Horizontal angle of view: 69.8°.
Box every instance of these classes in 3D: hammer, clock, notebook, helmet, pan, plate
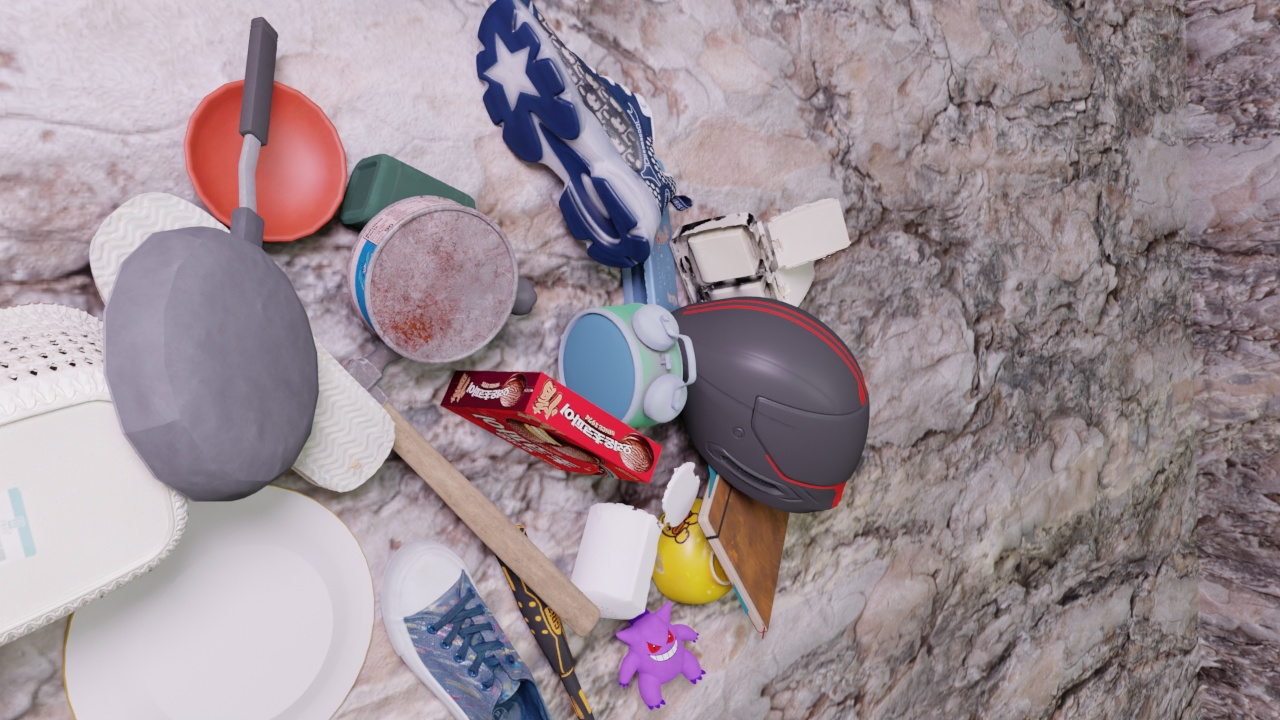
[{"bbox_3d":[-0.149,0.129,0.810,0.331,0.031,0.119,50,62,-20],"label":"hammer"},{"bbox_3d":[-0.005,0.005,0.876,0.075,0.162,0.122,-8,91,-42],"label":"clock"},{"bbox_3d":[0.119,0.158,1.020,0.178,0.014,0.248,62,28,-23],"label":"notebook"},{"bbox_3d":[0.137,0.028,0.954,0.264,0.170,0.163,34,35,2],"label":"helmet"},{"bbox_3d":[-0.076,0.304,0.898,0.123,0.036,0.321,-41,116,-48],"label":"hammer"},{"bbox_3d":[-0.264,-0.083,0.619,0.178,0.041,0.356,56,29,-66],"label":"pan"},{"bbox_3d":[-0.308,0.210,0.702,0.229,0.021,0.230,0,91,-42],"label":"plate"}]

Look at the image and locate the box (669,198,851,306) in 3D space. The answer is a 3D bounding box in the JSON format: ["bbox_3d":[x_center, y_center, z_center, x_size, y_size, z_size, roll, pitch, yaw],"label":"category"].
[{"bbox_3d":[0.134,-0.109,1.014,0.095,0.186,0.145,-96,166,-58],"label":"box"}]

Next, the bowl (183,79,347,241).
[{"bbox_3d":[-0.291,-0.151,0.705,0.121,0.035,0.122,0,90,-42],"label":"bowl"}]

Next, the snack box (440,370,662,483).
[{"bbox_3d":[-0.081,0.059,0.830,0.152,0.133,0.035,35,68,-37],"label":"snack box"}]

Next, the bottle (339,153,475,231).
[{"bbox_3d":[-0.182,-0.121,0.786,0.131,0.061,0.061,23,78,-40],"label":"bottle"}]

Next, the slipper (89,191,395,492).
[{"bbox_3d":[-0.293,-0.008,0.693,0.263,0.052,0.114,52,59,-23],"label":"slipper"}]

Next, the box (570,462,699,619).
[{"bbox_3d":[-0.004,0.176,0.918,0.084,0.112,0.162,51,44,-51],"label":"box"}]

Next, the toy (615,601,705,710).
[{"bbox_3d":[0.015,0.308,0.973,0.105,0.056,0.088,-24,102,-29],"label":"toy"}]

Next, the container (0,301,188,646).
[{"bbox_3d":[-0.398,0.079,0.538,0.245,0.143,0.185,-27,121,-39],"label":"container"}]

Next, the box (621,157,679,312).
[{"bbox_3d":[0.017,-0.113,0.976,0.066,0.049,0.210,-9,97,-44],"label":"box"}]

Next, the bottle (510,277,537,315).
[{"bbox_3d":[-0.146,-0.060,0.835,0.109,0.036,0.036,0,90,-42],"label":"bottle"}]

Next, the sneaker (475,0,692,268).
[{"bbox_3d":[-0.045,-0.230,0.878,0.132,0.103,0.269,-47,113,-37],"label":"sneaker"}]

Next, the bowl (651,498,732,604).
[{"bbox_3d":[0.074,0.214,1.015,0.117,0.068,0.117,0,90,-42],"label":"bowl"}]

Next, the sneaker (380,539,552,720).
[{"bbox_3d":[-0.148,0.263,0.808,0.087,0.079,0.235,-39,115,-35],"label":"sneaker"}]

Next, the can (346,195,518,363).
[{"bbox_3d":[-0.167,-0.065,0.744,0.129,0.044,0.130,-14,116,-32],"label":"can"}]
